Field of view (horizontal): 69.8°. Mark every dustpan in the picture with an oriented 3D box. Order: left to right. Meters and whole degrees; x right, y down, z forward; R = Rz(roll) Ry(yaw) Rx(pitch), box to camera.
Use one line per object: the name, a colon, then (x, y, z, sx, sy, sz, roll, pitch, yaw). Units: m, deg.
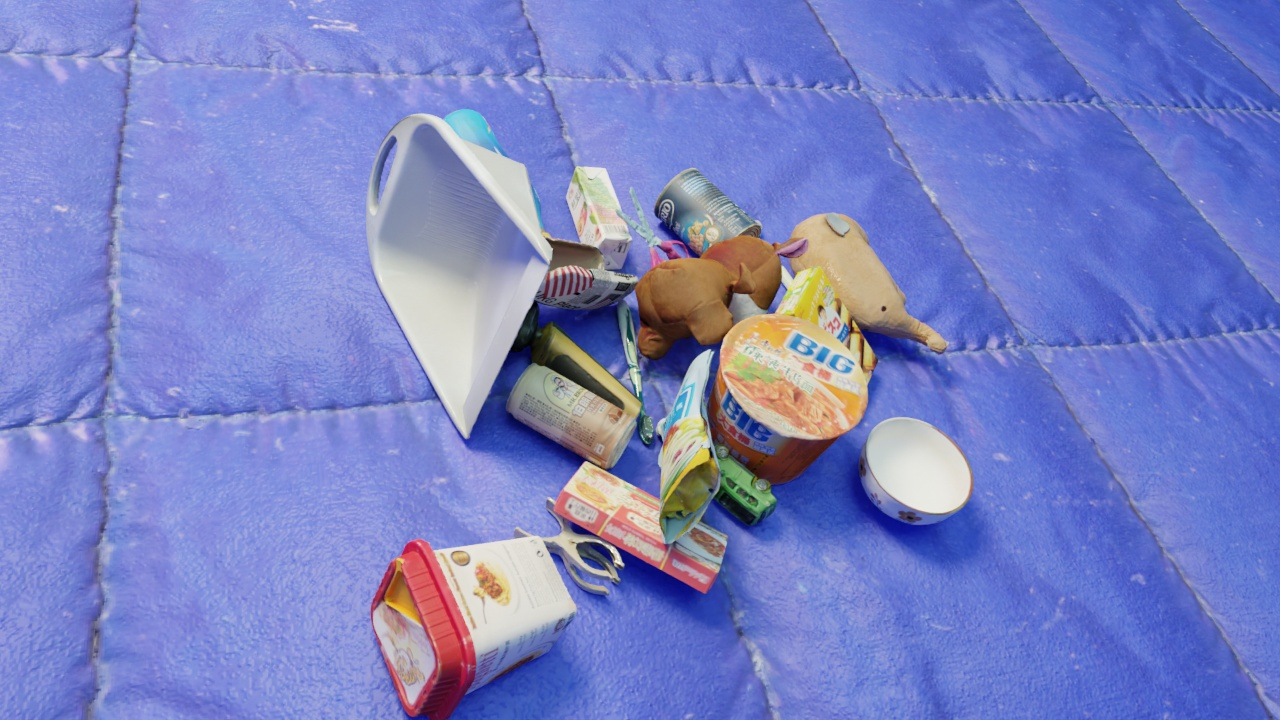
dustpan: (-0.194, -0.103, 0.867, 0.142, 0.223, 0.257, 16, 37, -21)

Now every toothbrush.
toothbrush: (-0.006, 0.006, 0.963, 0.016, 0.018, 0.191, 1, 52, -16)
toothbrush: (0.180, -0.098, 1.106, 0.020, 0.029, 0.189, -34, 61, 10)

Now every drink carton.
drink carton: (-0.048, -0.166, 1.066, 0.045, 0.054, 0.122, -2, 53, -23)

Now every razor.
razor: (-0.069, 0.008, 0.920, 0.167, 0.062, 0.067, 38, 19, 7)

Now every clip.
clip: (-0.060, 0.165, 0.806, 0.100, 0.035, 0.071, 36, 51, 18)

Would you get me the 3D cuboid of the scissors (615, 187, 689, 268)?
scissors: (0.019, -0.138, 1.047, 0.112, 0.017, 0.134, -34, 106, -47)

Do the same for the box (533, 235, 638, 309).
box: (-0.061, -0.084, 0.945, 0.088, 0.076, 0.162, 14, 5, 27)

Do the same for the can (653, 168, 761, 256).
can: (0.081, -0.165, 1.091, 0.075, 0.075, 0.111, -31, 67, -35)

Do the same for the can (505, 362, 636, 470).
can: (-0.066, 0.053, 0.878, 0.116, 0.059, 0.058, 29, 49, 6)

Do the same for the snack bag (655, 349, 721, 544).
snack bag: (0.041, 0.072, 0.832, 0.039, 0.110, 0.190, 15, 27, -7)

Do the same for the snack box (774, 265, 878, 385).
snack box: (0.202, -0.022, 0.993, 0.140, 0.034, 0.086, 52, 47, -19)

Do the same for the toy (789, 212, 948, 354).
toy: (0.261, -0.082, 1.077, 0.143, 0.083, 0.226, -11, 57, -33)

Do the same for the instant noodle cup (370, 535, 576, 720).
instant noodle cup: (-0.128, 0.198, 0.713, 0.124, 0.117, 0.116, -9, 54, -39)

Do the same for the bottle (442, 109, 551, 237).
bottle: (-0.162, -0.197, 1.047, 0.065, 0.065, 0.218, -19, 60, -30)

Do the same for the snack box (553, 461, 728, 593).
snack box: (0.003, 0.147, 0.823, 0.153, 0.025, 0.075, 28, 18, 5)

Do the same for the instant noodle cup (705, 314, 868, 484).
instant noodle cup: (0.134, 0.046, 0.912, 0.151, 0.112, 0.151, 9, 50, -11)

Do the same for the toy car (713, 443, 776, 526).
toy car: (0.088, 0.120, 0.883, 0.091, 0.043, 0.036, 42, 52, 17)

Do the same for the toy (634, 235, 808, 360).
toy: (0.089, -0.071, 0.982, 0.199, 0.140, 0.130, -38, 108, -43)

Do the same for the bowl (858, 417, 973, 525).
bowl: (0.269, 0.121, 0.927, 0.113, 0.062, 0.113, 9, 49, -10)
